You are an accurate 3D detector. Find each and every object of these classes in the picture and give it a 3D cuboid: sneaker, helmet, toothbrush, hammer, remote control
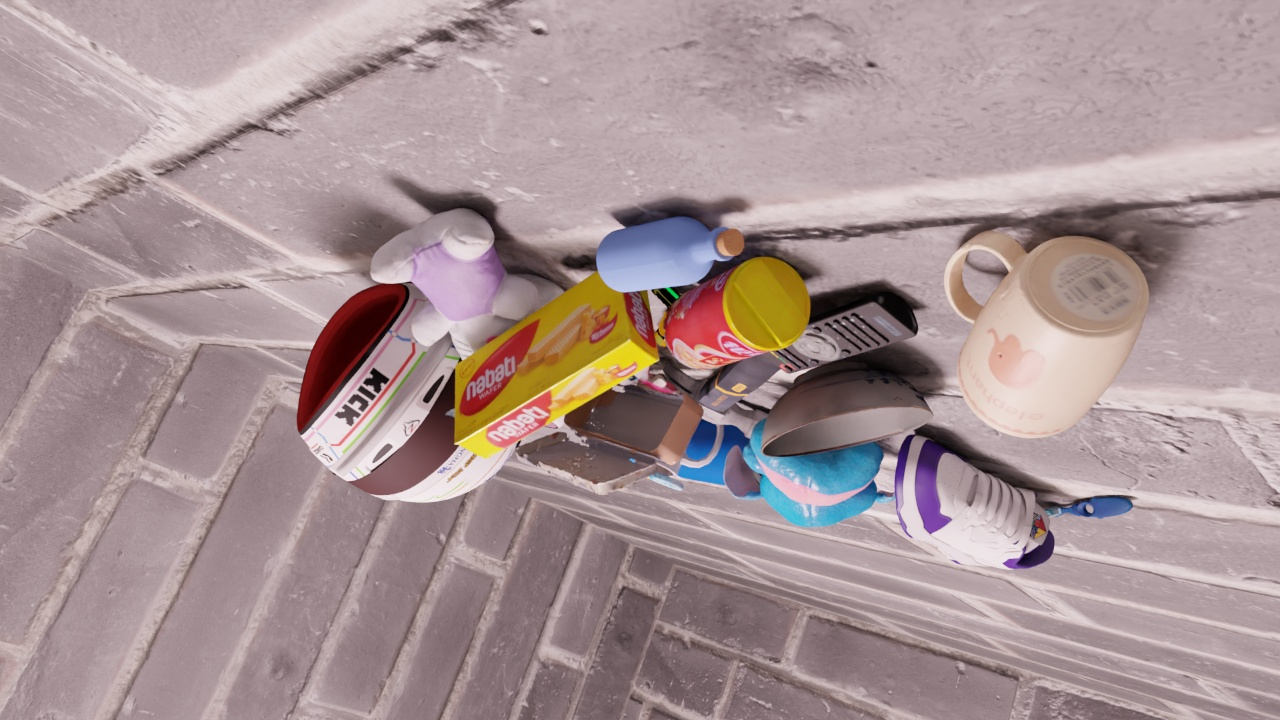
[{"bbox_3d":[0.344,0.153,0.923,0.111,0.091,0.244,1,153,41],"label":"sneaker"},{"bbox_3d":[-0.241,0.043,1.024,0.236,0.231,0.314,39,-179,-26],"label":"helmet"},{"bbox_3d":[0.440,0.147,0.909,0.016,0.021,0.132,-12,170,-11],"label":"toothbrush"},{"bbox_3d":[0.103,0.019,0.898,0.139,0.035,0.313,24,164,-4],"label":"hammer"},{"bbox_3d":[0.142,-0.020,0.689,0.045,0.021,0.141,35,151,-20],"label":"remote control"}]

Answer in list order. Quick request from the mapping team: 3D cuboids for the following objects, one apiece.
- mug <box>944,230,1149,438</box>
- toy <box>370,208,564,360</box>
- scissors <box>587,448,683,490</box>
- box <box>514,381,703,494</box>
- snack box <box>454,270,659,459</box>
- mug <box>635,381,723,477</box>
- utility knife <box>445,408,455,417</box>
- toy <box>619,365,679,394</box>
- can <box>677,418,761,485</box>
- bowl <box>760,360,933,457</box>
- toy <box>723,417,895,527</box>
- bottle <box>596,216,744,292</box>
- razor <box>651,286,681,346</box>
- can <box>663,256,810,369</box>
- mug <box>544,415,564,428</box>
[{"bbox_3d":[0.220,-0.025,0.517,0.111,0.085,0.104,47,164,23],"label":"mug"},{"bbox_3d":[-0.146,-0.056,0.848,0.138,0.085,0.209,-18,142,17],"label":"toy"},{"bbox_3d":[-0.005,0.131,1.087,0.130,0.014,0.125,15,165,8],"label":"scissors"},{"bbox_3d":[-0.039,0.082,1.010,0.217,0.156,0.071,10,128,58],"label":"box"},{"bbox_3d":[-0.078,0.002,0.789,0.201,0.092,0.042,-30,137,26],"label":"snack box"},{"bbox_3d":[0.037,0.083,1.079,0.120,0.096,0.083,17,164,16],"label":"mug"},{"bbox_3d":[-0.094,0.021,0.916,0.233,0.020,0.029,-19,-136,-42],"label":"utility knife"},{"bbox_3d":[-0.006,0.005,0.929,0.102,0.050,0.065,48,162,-19],"label":"toy"},{"bbox_3d":[0.103,0.115,1.134,0.079,0.078,0.146,32,162,-35],"label":"can"},{"bbox_3d":[0.169,0.037,0.783,0.150,0.056,0.151,-9,162,-3],"label":"bowl"},{"bbox_3d":[0.196,0.119,0.963,0.224,0.098,0.191,5,159,12],"label":"toy"},{"bbox_3d":[0.023,-0.076,0.645,0.048,0.048,0.131,31,162,-31],"label":"bottle"},{"bbox_3d":[0.026,-0.037,0.827,0.044,0.021,0.144,45,167,7],"label":"razor"},{"bbox_3d":[0.070,-0.033,0.695,0.066,0.066,0.125,26,165,-15],"label":"can"},{"bbox_3d":[-0.139,0.037,1.198,0.124,0.076,0.090,12,162,32],"label":"mug"}]
